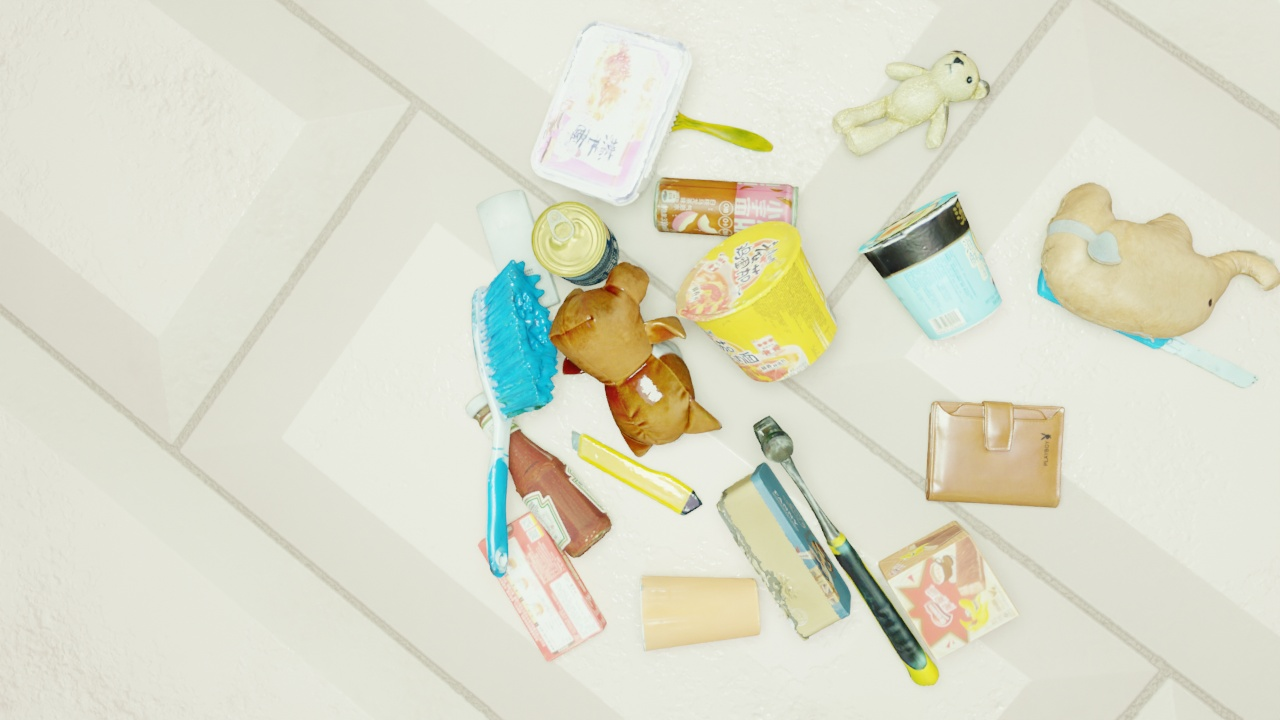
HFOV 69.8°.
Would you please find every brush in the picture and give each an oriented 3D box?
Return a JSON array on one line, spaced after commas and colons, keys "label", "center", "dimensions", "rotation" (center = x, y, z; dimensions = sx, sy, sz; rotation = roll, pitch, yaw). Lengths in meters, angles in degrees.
[{"label": "brush", "center": [-0.133, 0.058, 0.950], "dimensions": [0.110, 0.060, 0.314], "rotation": [-21, 71, 31]}]

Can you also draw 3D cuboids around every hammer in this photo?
[{"label": "hammer", "center": [0.209, 0.194, 0.937], "dimensions": [0.032, 0.126, 0.323], "rotation": [-33, 97, 5]}]

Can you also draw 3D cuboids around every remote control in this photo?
[{"label": "remote control", "center": [-0.134, -0.118, 1.008], "dimensions": [0.056, 0.019, 0.135], "rotation": [-19, 89, 8]}]

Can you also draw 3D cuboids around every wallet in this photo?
[{"label": "wallet", "center": [0.364, 0.095, 0.943], "dimensions": [0.132, 0.031, 0.108], "rotation": [3, 93, 6]}]

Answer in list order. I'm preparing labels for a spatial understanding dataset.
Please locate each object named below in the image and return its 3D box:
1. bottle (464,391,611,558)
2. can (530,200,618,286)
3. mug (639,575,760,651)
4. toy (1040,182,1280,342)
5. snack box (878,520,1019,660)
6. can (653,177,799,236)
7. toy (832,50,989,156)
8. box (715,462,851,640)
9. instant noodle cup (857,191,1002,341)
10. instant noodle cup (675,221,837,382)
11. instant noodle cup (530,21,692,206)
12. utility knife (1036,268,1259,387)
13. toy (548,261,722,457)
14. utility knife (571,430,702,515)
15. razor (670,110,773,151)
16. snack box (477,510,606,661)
[{"label": "bottle", "center": [-0.115, 0.119, 0.994], "dimensions": [0.060, 0.059, 0.206], "rotation": [-42, 80, 6]}, {"label": "can", "center": [-0.065, -0.118, 0.954], "dimensions": [0.075, 0.111, 0.075], "rotation": [0, 89, 6]}, {"label": "mug", "center": [0.063, 0.263, 0.967], "dimensions": [0.123, 0.078, 0.078], "rotation": [-3, 91, 2]}, {"label": "toy", "center": [0.500, -0.085, 0.891], "dimensions": [0.226, 0.082, 0.143], "rotation": [18, 82, -2]}, {"label": "snack box", "center": [0.309, 0.231, 0.929], "dimensions": [0.094, 0.077, 0.093], "rotation": [-32, 87, 7]}, {"label": "can", "center": [0.089, -0.159, 0.959], "dimensions": [0.147, 0.058, 0.058], "rotation": [5, 92, 7]}, {"label": "toy", "center": [0.270, -0.261, 0.928], "dimensions": [0.157, 0.066, 0.105], "rotation": [-27, 71, 0]}, {"label": "box", "center": [0.144, 0.189, 0.944], "dimensions": [0.061, 0.089, 0.184], "rotation": [-32, 89, 13]}, {"label": "instant noodle cup", "center": [0.297, -0.089, 0.916], "dimensions": [0.111, 0.111, 0.120], "rotation": [-32, 95, 7]}, {"label": "instant noodle cup", "center": [0.122, -0.053, 0.913], "dimensions": [0.138, 0.138, 0.110], "rotation": [-36, 119, 7]}, {"label": "instant noodle cup", "center": [-0.023, -0.252, 0.958], "dimensions": [0.138, 0.060, 0.173], "rotation": [24, 96, 25]}, {"label": "utility knife", "center": [0.510, -0.032, 0.927], "dimensions": [0.236, 0.018, 0.034], "rotation": [28, 93, 5]}, {"label": "toy", "center": [-0.006, 0.006, 0.946], "dimensions": [0.140, 0.130, 0.199], "rotation": [-22, 105, 44]}, {"label": "utility knife", "center": [-0.007, 0.121, 1.000], "dimensions": [0.164, 0.015, 0.033], "rotation": [29, 89, 7]}, {"label": "razor", "center": [0.077, -0.243, 0.976], "dimensions": [0.132, 0.028, 0.043], "rotation": [17, 90, 5]}, {"label": "snack box", "center": [-0.108, 0.246, 1.010], "dimensions": [0.075, 0.025, 0.153], "rotation": [-32, 87, 8]}]
